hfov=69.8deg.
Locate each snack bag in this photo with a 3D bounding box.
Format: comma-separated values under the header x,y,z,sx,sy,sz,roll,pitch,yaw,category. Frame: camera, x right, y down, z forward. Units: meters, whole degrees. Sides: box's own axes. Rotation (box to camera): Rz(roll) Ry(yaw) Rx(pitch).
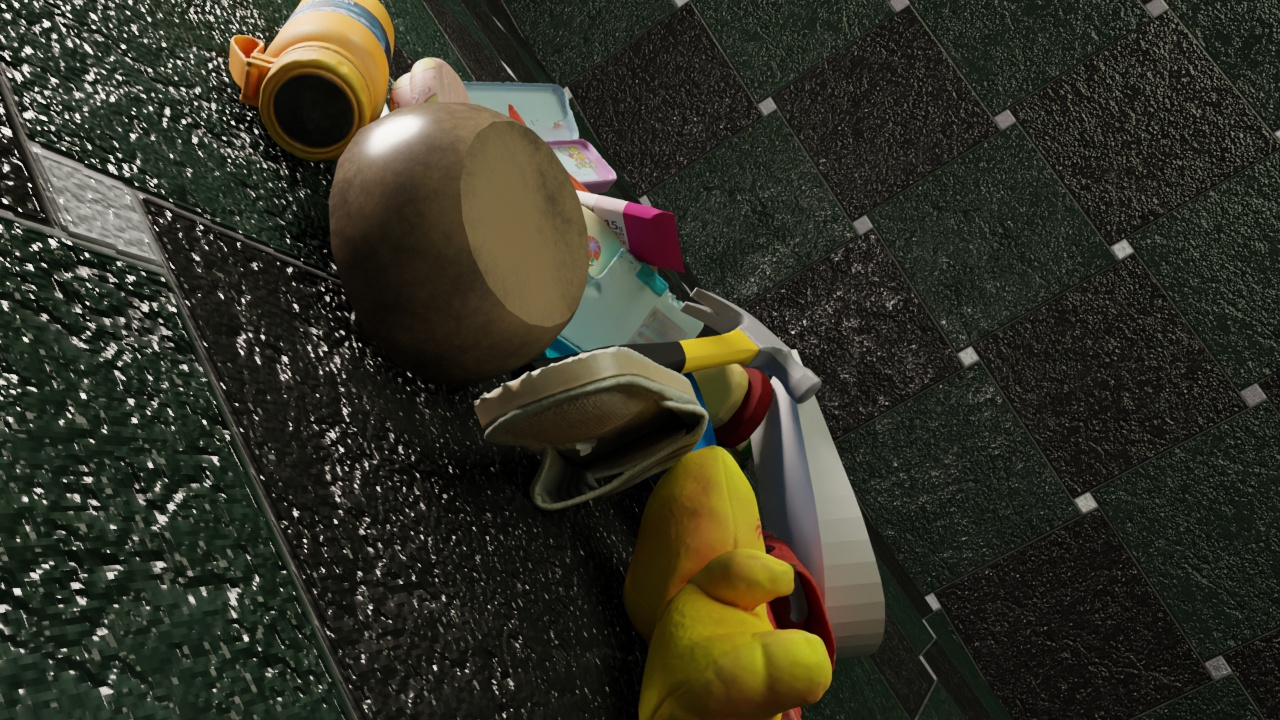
x,y,z,sx,sy,sz,roll,pitch,yaw,category
-0.057,-0.118,0.765,0.197,0.016,0.070,17,-32,21,snack bag

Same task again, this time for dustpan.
x,y,z,sx,sy,sz,roll,pitch,yaw,category
0.164,0.145,0.861,0.192,0.053,0.257,100,-16,-66,dustpan

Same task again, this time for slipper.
x,y,z,sx,sy,sz,roll,pitch,yaw,category
-0.147,-0.119,0.652,0.197,0.081,0.093,84,-6,-58,slipper
0.119,0.206,0.726,0.248,0.059,0.103,-63,133,-75,slipper
-0.018,0.045,0.536,0.054,0.114,0.272,63,3,16,slipper

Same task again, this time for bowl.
x,y,z,sx,sy,sz,roll,pitch,yaw,category
-0.090,-0.070,0.521,0.162,0.070,0.162,25,60,-55,bowl
-0.077,-0.069,0.760,0.118,0.118,0.073,48,54,-26,bowl

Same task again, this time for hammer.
x,y,z,sx,sy,sz,roll,pitch,yaw,category
0.024,-0.001,0.688,0.127,0.029,0.322,47,28,21,hammer

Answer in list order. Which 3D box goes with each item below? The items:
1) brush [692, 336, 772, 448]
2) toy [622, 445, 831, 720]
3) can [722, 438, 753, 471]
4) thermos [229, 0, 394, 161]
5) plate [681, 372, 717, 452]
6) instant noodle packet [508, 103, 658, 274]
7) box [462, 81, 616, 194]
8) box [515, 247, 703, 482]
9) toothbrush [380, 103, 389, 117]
x,y,z,sx,sy,sz,roll,pitch,yaw,category
0.046,0.018,0.904,0.173,0.082,0.042,29,-6,40,brush
0.035,0.149,0.519,0.193,0.087,0.135,-102,-164,-59,toy
0.063,0.070,0.983,0.121,0.067,0.067,48,11,-27,can
-0.216,-0.197,0.620,0.232,0.091,0.076,-111,-170,-57,thermos
0.053,0.116,0.750,0.224,0.024,0.224,-13,89,-82,plate
-0.062,-0.136,0.889,0.164,0.084,0.221,51,-5,17,instant noodle packet
-0.127,-0.246,1.032,0.213,0.041,0.151,-21,81,-53,box
-0.026,0.005,0.758,0.227,0.087,0.168,37,54,-58,box
-0.214,-0.202,0.786,0.012,0.017,0.186,46,11,-50,toothbrush
